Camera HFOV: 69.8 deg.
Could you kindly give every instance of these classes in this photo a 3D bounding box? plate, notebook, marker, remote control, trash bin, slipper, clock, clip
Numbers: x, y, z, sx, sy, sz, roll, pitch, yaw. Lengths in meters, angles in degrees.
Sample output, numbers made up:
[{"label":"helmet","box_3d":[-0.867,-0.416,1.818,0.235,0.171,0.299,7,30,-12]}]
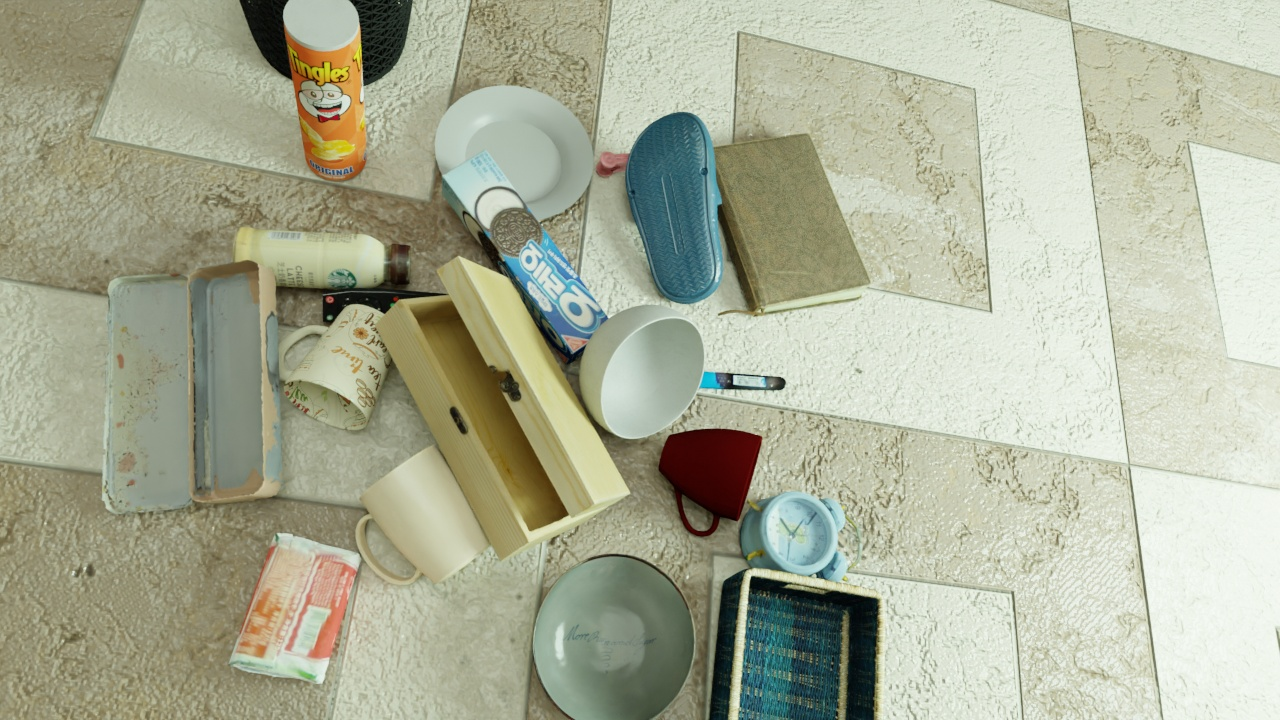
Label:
[{"label":"plate","box_3d":[-0.138,-0.225,1.011,0.172,0.019,0.172,5,68,-13]},{"label":"notebook","box_3d":[0.146,-0.153,1.048,0.190,0.035,0.215,-12,72,-18]},{"label":"marker","box_3d":[0.098,0.023,0.978,0.123,0.015,0.018,3,72,-16]},{"label":"remote control","box_3d":[-0.248,-0.054,0.906,0.124,0.039,0.010,-1,37,-20]},{"label":"trash bin","box_3d":[-0.316,-0.412,0.914,0.217,0.244,0.216,5,68,-13]},{"label":"slipper","box_3d":[0.041,-0.165,1.007,0.104,0.059,0.213,-9,83,18]},{"label":"clock","box_3d":[0.161,0.176,0.912,0.124,0.052,0.088,10,65,-12]},{"label":"clip","box_3d":[-0.020,-0.226,1.034,0.058,0.038,0.022,-12,69,-23]}]

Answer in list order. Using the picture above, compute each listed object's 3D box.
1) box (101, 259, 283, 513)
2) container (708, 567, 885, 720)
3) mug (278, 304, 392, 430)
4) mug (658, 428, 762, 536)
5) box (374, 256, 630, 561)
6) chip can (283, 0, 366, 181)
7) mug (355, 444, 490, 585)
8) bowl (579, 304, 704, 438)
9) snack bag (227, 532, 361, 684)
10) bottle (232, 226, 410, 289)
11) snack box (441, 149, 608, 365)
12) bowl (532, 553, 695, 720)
[{"label":"box","box_3d":[-0.401,0.022,0.815,0.154,0.058,0.216,-8,78,4]},{"label":"container","box_3d":[0.143,0.299,0.848,0.145,0.071,0.187,12,67,-10]},{"label":"mug","box_3d":[-0.291,0.000,0.864,0.122,0.081,0.097,8,56,18]},{"label":"mug","box_3d":[0.062,0.117,0.905,0.088,0.087,0.114,16,96,11]},{"label":"box","box_3d":[-0.109,0.034,0.841,0.140,0.123,0.249,-15,72,-53]},{"label":"chip can","box_3d":[-0.297,-0.253,0.875,0.062,0.211,0.062,5,68,-13]},{"label":"mug","box_3d":[-0.199,0.149,0.821,0.111,0.085,0.104,-38,88,4]},{"label":"bowl","box_3d":[-0.005,0.005,0.906,0.131,0.132,0.064,-32,41,-23]},{"label":"snack bag","box_3d":[-0.294,0.213,0.788,0.077,0.036,0.115,15,66,-8]},{"label":"bottle","box_3d":[-0.308,-0.097,0.896,0.162,0.057,0.056,2,68,-14]},{"label":"snack box","box_3d":[-0.117,-0.104,0.934,0.059,0.059,0.226,-35,88,-18]},{"label":"bowl","box_3d":[-0.028,0.255,0.829,0.150,0.057,0.150,5,67,-13]}]
